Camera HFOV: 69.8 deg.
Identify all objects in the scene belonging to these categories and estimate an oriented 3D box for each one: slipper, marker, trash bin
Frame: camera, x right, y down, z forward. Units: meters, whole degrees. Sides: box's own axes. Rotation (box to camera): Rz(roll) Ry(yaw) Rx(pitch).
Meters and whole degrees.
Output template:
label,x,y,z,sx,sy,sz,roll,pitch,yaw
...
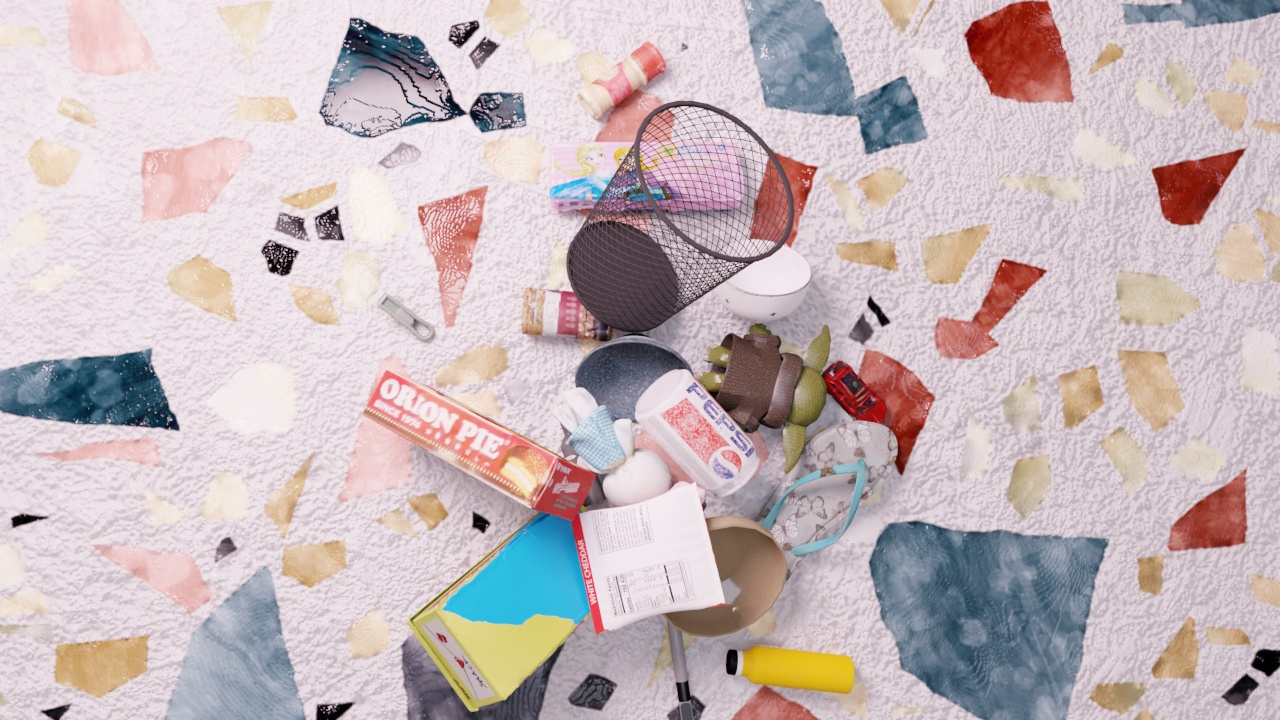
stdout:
label,x,y,z,sx,sy,sz,roll,pitch,yaw
slipper,0.194,0.172,1.069,0.098,0.054,0.269,43,91,1
marker,0.046,0.355,1.073,0.016,0.016,0.140,-8,87,-4
trash bin,0.027,-0.138,0.985,0.184,0.211,0.183,13,61,-25

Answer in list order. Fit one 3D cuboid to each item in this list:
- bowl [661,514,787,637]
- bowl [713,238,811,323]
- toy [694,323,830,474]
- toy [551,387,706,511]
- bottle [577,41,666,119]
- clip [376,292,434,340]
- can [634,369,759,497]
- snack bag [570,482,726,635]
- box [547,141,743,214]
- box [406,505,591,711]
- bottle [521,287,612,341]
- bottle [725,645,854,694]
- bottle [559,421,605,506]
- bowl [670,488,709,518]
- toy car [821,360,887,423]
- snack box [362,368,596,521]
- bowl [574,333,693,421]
label,x,y,z,sx,sy,sz,roll,pitch,yaw
bowl,0.085,0.235,1.034,0.152,0.050,0.152,-6,115,-13
bowl,0.138,-0.086,1.073,0.113,0.113,0.063,3,131,-3
toy,0.142,0.028,1.070,0.152,0.078,0.179,19,80,-9
toy,-0.026,0.120,1.044,0.131,0.105,0.205,-41,83,6
bottle,-0.022,-0.336,1.101,0.109,0.044,0.044,-37,89,-5
clip,-0.274,-0.051,1.074,0.076,0.059,0.023,39,86,-14
can,0.063,0.081,1.012,0.078,0.078,0.136,-44,104,-6
snack bag,0.005,0.208,0.966,0.144,0.039,0.130,-16,78,12
box,0.005,-0.217,1.100,0.230,0.053,0.084,-1,69,-3
box,-0.123,0.252,0.985,0.124,0.081,0.220,52,45,-2
bottle,-0.084,-0.054,1.071,0.105,0.056,0.056,5,86,-3
bottle,0.172,0.358,1.068,0.143,0.043,0.043,7,86,-3
bottle,-0.074,0.113,1.074,0.030,0.030,0.113,-20,88,-5
bowl,0.032,0.206,1.070,0.110,0.040,0.110,0,86,-4
toy car,0.257,0.041,1.100,0.042,0.036,0.091,-43,97,-4
snack box,-0.172,0.091,0.985,0.236,0.113,0.060,25,83,24
bowl,-0.006,0.006,1.062,0.137,0.137,0.057,5,46,-4
